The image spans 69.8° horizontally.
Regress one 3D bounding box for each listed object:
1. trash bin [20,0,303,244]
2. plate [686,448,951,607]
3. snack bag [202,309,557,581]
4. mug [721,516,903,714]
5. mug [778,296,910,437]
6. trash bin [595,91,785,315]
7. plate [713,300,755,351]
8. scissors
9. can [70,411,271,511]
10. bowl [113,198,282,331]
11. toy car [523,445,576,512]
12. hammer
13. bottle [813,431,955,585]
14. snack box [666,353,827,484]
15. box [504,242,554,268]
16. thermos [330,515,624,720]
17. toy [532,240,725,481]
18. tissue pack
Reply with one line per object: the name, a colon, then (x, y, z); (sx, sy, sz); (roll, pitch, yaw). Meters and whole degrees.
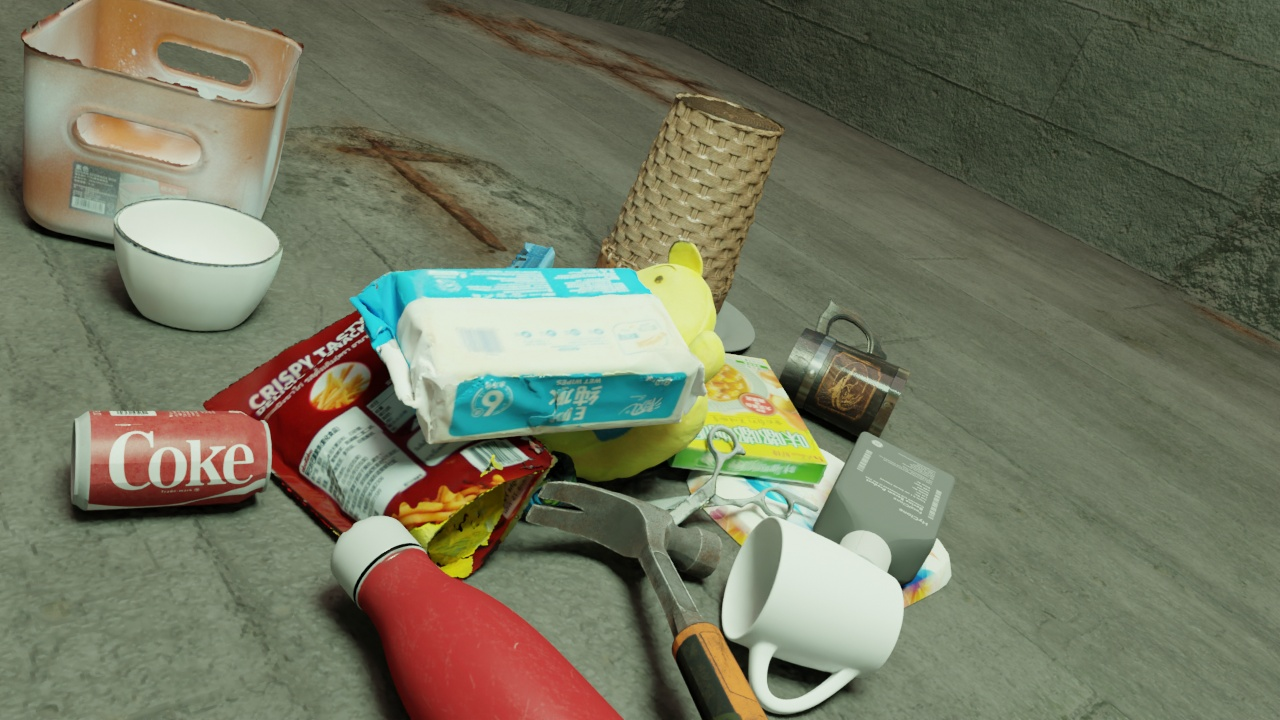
trash bin: (-0.415, -0.211, 0.815); (0.181, 0.158, 0.259); (11, 28, -20)
plate: (0.146, 0.124, 0.731); (0.186, 0.016, 0.187); (-6, 36, -44)
snack bag: (-0.163, 0.042, 0.574); (0.208, 0.067, 0.138); (36, 65, 26)
mug: (0.104, 0.164, 0.566); (0.087, 0.081, 0.114); (23, 56, -9)
mug: (0.204, 0.008, 0.898); (0.107, 0.115, 0.080); (26, -8, 13)
trash bin: (0.052, -0.168, 0.984); (0.151, 0.210, 0.151); (16, 25, -8)
plate: (0.040, -0.053, 1.009); (0.178, 0.012, 0.178); (17, 25, -8)
scissors: (0.055, 0.108, 0.665); (0.147, 0.014, 0.141); (32, 49, -1)
can: (-0.264, 0.055, 0.517); (0.096, 0.054, 0.054); (2, 31, -34)
bowl: (-0.337, -0.070, 0.698); (0.116, 0.066, 0.116); (17, 26, -8)
toy car: (-0.096, 0.083, 0.614); (0.105, 0.032, 0.048); (-2, 34, -13)
hammer: (0.026, 0.155, 0.468); (0.137, 0.035, 0.314); (25, 12, -23)
bottle: (0.179, 0.119, 0.688); (0.084, 0.046, 0.173); (28, 26, 15)
snack box: (0.071, 0.040, 0.788); (0.132, 0.027, 0.168); (9, 28, -18)
box: (-0.150, -0.032, 0.738); (0.112, 0.094, 0.231); (17, 26, -1)
thermos: (-0.071, 0.158, 0.434); (0.240, 0.073, 0.073); (37, 30, 31)
toy: (-0.004, 0.004, 0.723); (0.149, 0.084, 0.213); (-18, 35, 15)
tissue pack: (-0.067, -0.008, 0.576); (0.209, 0.066, 0.117); (-2, 38, -29)
